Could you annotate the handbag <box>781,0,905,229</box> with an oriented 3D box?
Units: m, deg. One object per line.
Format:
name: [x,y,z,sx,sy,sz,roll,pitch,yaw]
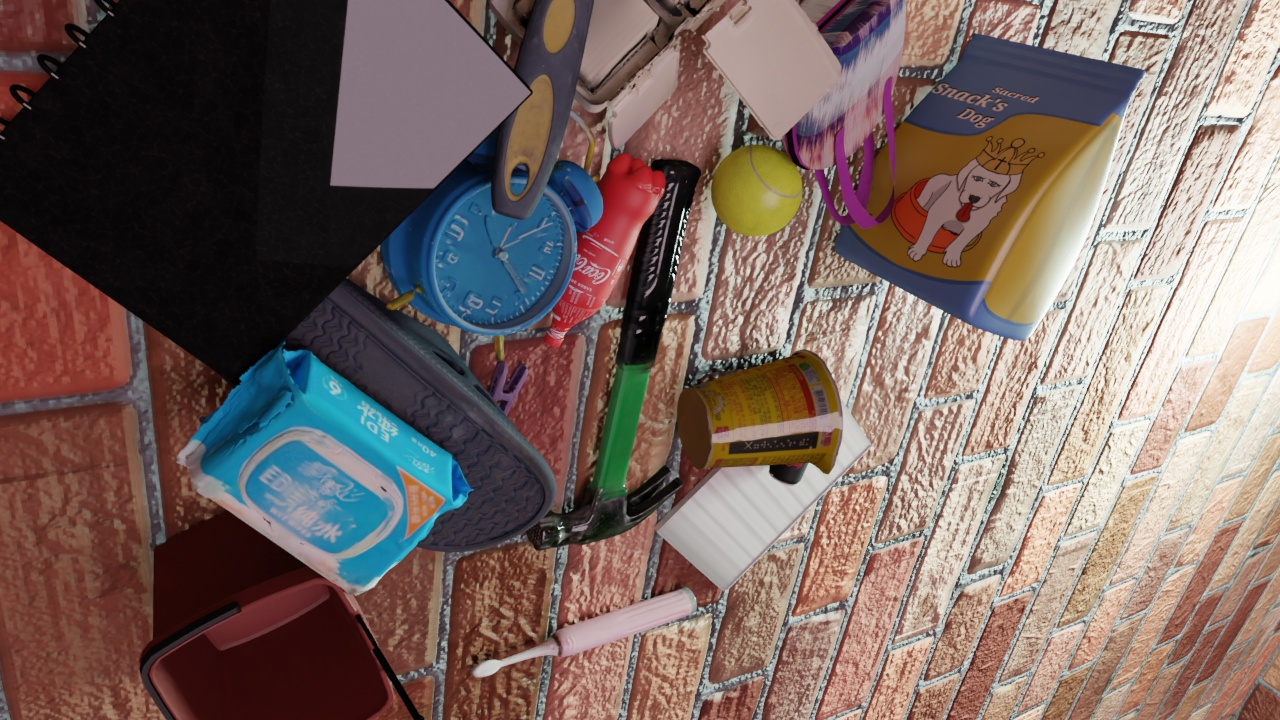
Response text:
handbag: [0.153,-0.172,0.662,0.144,0.068,0.170,-47,135,-26]

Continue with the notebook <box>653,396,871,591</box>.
notebook: [0.123,0.119,0.877,0.209,0.009,0.142,-44,132,-3]

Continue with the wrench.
wrench: [-0.038,-0.211,0.496,0.073,0.022,0.273,15,94,-9]

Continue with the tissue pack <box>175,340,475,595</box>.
tissue pack: [-0.178,0.065,0.522,0.093,0.061,0.144,-43,113,12]

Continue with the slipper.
slipper: [-0.167,0.021,0.583,0.111,0.083,0.268,-39,116,8]

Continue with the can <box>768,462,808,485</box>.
can: [0.145,0.073,0.835,0.031,0.031,0.081,6,113,-37]

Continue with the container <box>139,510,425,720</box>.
container: [-0.218,0.192,0.562,0.126,0.201,0.148,-25,129,-20]

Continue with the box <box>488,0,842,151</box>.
box: [0.010,-0.201,0.561,0.145,0.101,0.186,-43,112,-1]

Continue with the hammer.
hammer: [-0.004,0.004,0.706,0.130,0.032,0.319,-4,119,-31]

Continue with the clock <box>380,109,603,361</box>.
clock: [-0.088,-0.087,0.569,0.116,0.060,0.161,25,97,-41]

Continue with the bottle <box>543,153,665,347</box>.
bottle: [-0.030,-0.072,0.630,0.042,0.042,0.142,16,110,-39]

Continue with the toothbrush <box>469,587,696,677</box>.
toothbrush: [-0.048,0.248,0.833,0.222,0.027,0.027,-10,79,-28]

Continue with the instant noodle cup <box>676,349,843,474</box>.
instant noodle cup: [0.094,0.046,0.763,0.112,0.100,0.100,-7,122,-18]

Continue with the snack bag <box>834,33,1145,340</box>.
snack bag: [0.268,-0.141,0.711,0.102,0.159,0.205,12,109,-37]

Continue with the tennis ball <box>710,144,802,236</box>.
tennis ball: [0.083,-0.122,0.660,0.065,0.065,0.065,-17,126,-25]

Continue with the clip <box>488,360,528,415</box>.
clip: [-0.099,0.024,0.666,0.036,0.013,0.052,7,116,-36]

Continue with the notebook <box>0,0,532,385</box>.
notebook: [-0.195,-0.116,0.459,0.232,0.019,0.169,-42,119,8]
